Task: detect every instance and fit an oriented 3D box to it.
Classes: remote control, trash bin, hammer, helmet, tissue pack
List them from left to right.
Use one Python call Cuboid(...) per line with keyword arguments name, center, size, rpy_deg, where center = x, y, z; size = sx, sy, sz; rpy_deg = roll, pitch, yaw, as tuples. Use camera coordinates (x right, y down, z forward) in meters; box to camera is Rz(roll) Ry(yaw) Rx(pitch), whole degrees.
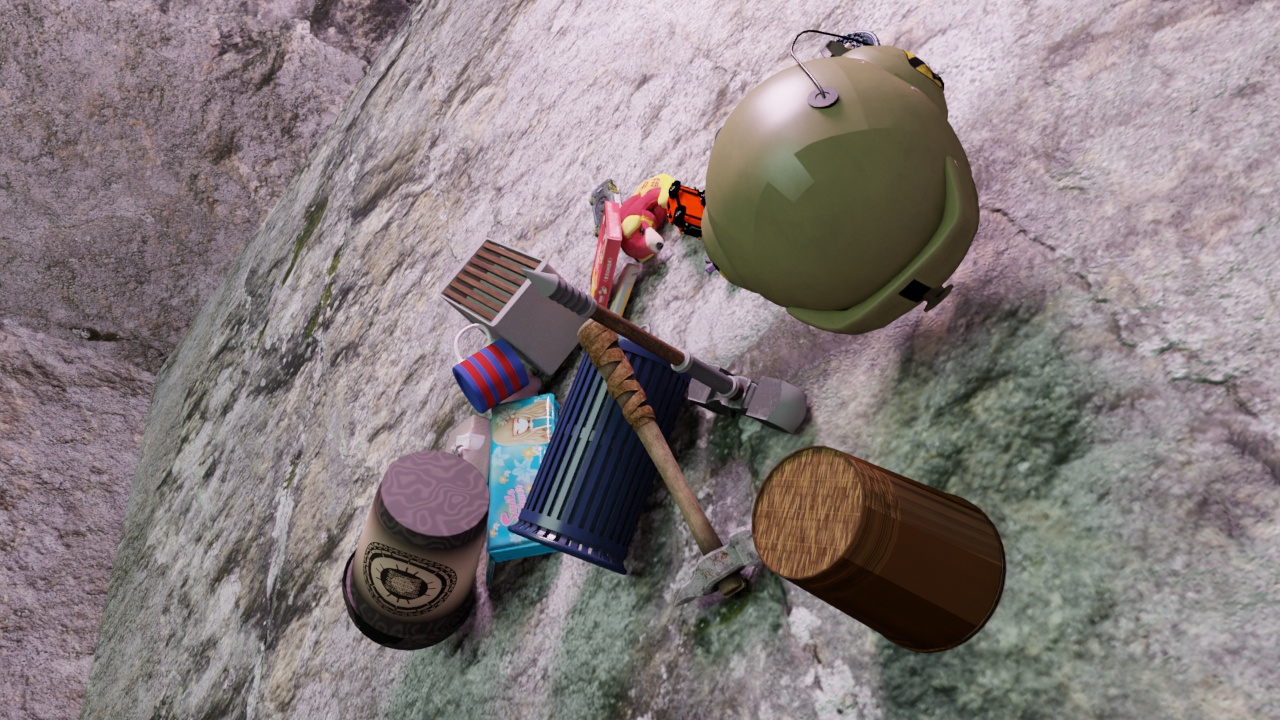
Cuboid(name="tissue pack", center=(-0.261, 0.169, 1.319), size=(0.104, 0.071, 0.181), rpy_deg=(-36, 38, 48))
Cuboid(name="trash bin", center=(-0.182, -0.084, 1.335), size=(0.114, 0.114, 0.229), rpy_deg=(-51, 34, -8))
Cuboid(name="trash bin", center=(-0.038, 0.099, 1.036), size=(0.139, 0.139, 0.249), rpy_deg=(3, 68, 52))
Cuboid(name="remote control", center=(-0.032, -0.072, 1.234), size=(0.038, 0.018, 0.125), rpy_deg=(158, 132, -72))
Cuboid(name="hammer", center=(0.013, -0.014, 0.884), size=(0.156, 0.322, 0.043), rpy_deg=(13, 77, 54))
Cuboid(name="hammer", center=(0.018, 0.092, 0.934), size=(0.122, 0.048, 0.318), rpy_deg=(-40, 68, 28))
Cuboid(name="helmet", center=(0.178, -0.137, 0.801), size=(0.251, 0.255, 0.232), rpy_deg=(-46, 35, 23))

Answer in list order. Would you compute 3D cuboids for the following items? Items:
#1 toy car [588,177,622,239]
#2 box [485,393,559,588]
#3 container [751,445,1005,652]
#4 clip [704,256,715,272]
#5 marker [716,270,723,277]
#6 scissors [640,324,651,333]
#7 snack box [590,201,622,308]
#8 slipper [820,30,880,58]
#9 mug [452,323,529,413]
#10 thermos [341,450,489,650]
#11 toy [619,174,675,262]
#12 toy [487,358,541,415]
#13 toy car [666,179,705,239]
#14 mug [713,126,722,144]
Cuboid(name="toy car", center=(-0.047, -0.218, 1.348), size=(0.048, 0.033, 0.105), rpy_deg=(-33, 48, 31))
Cuboid(name="box", center=(-0.176, 0.166, 1.217), size=(0.173, 0.083, 0.226), rpy_deg=(-34, 44, 32))
Cuboid(name="container", center=(0.178, 0.140, 0.708), size=(0.132, 0.167, 0.132), rpy_deg=(-30, 46, 36))
Cuboid(name="clip", center=(0.098, -0.124, 1.123), size=(0.053, 0.013, 0.037), rpy_deg=(-16, 54, 48))
Cuboid(name="marker", center=(0.137, -0.148, 1.078), size=(0.126, 0.025, 0.025), rpy_deg=(-51, 36, 14))
Cuboid(name="scissors", center=(-0.018, 0.014, 1.172), size=(0.090, 0.014, 0.171), rpy_deg=(-11, 57, 49))
Cuboid(name="snack box", center=(-0.047, -0.135, 1.239), size=(0.089, 0.021, 0.133), rpy_deg=(-95, 14, -48))
Cuboid(name="slipper", center=(0.206, -0.273, 1.017), size=(0.101, 0.082, 0.263), rpy_deg=(4, 68, 38))
Cuboid(name="mug", center=(-0.214, 0.006, 1.247), size=(0.076, 0.112, 0.075), rpy_deg=(-33, 0, -20))
Cuboid(name="thermos", center=(-0.275, 0.234, 1.148), size=(0.172, 0.172, 0.227), rpy_deg=(-104, 28, -44))
Cuboid(name="toy", center=(0.003, -0.196, 1.249), size=(0.106, 0.067, 0.137), rpy_deg=(-18, 46, 43))
Cuboid(name="toy", center=(-0.181, 0.038, 1.326), size=(0.096, 0.052, 0.099), rpy_deg=(12, 96, 32))
Cuboid(name="toy car", center=(0.061, -0.189, 1.175), size=(0.100, 0.051, 0.049), rpy_deg=(-97, 28, -48))
Cuboid(name="mug", center=(0.116, -0.232, 1.133), size=(0.105, 0.071, 0.077), rpy_deg=(131, 153, -65))
